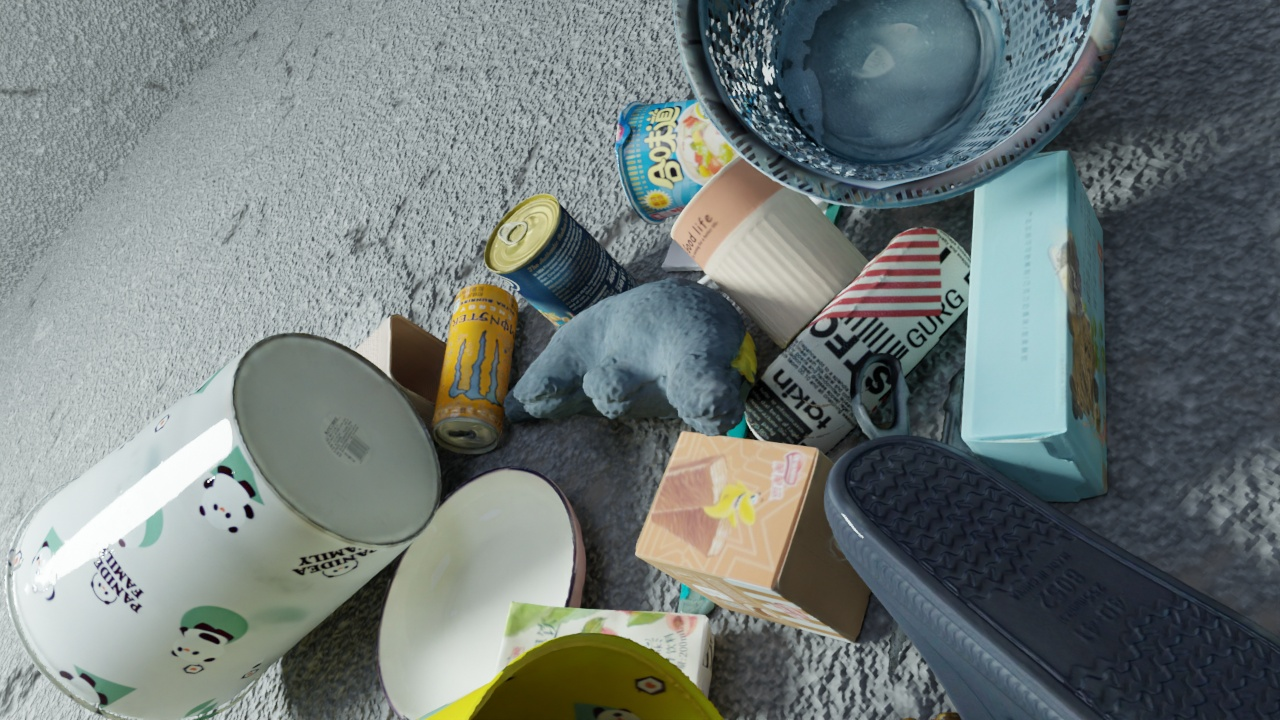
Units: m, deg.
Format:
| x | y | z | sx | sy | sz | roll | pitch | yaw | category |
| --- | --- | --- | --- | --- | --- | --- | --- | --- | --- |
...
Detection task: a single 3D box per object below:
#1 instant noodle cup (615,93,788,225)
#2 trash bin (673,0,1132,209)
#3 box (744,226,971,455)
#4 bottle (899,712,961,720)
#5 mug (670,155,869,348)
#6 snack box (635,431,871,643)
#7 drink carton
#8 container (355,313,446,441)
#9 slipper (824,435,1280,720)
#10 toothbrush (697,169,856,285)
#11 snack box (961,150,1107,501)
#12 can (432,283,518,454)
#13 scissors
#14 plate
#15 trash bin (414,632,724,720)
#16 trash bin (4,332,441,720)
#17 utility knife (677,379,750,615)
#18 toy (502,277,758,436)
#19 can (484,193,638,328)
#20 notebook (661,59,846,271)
| x | y | z | sx | sy | sz | roll | pitch | yaw | category |
| --- | --- | --- | --- | --- | --- | --- | --- | --- | --- |
| 0.052 | -0.160 | 0.704 | 0.110 | 0.099 | 0.099 | -3 | 58 | 29 | instant noodle cup |
| 0.150 | -0.202 | 0.552 | 0.227 | 0.194 | 0.226 | 2 | 97 | 15 | trash bin |
| 0.133 | -0.007 | 0.566 | 0.163 | 0.076 | 0.086 | -49 | 2 | 3 | box |
| 0.139 | 0.238 | 0.370 | 0.058 | 0.057 | 0.174 | -29 | 45 | 23 | bottle |
| 0.085 | -0.069 | 0.611 | 0.081 | 0.114 | 0.106 | -42 | 82 | -5 | mug |
| 0.070 | 0.097 | 0.510 | 0.095 | 0.092 | 0.077 | 3 | 63 | 43 | snack box |
| -0.020 | 0.176 | 0.540 | 0.123 | 0.045 | 0.053 | 0 | 56 | 14 | drink carton |
| -0.227 | 0.034 | 0.829 | 0.111 | 0.090 | 0.089 | -35 | 43 | 21 | container |
| 0.186 | 0.135 | 0.390 | 0.110 | 0.083 | 0.268 | -22 | 45 | -30 | slipper |
| 0.086 | -0.091 | 0.678 | 0.180 | 0.016 | 0.016 | -35 | 52 | 15 | toothbrush |
| 0.210 | -0.020 | 0.485 | 0.052 | 0.074 | 0.174 | -9 | 55 | 38 | snack box |
| -0.141 | 0.005 | 0.794 | 0.058 | 0.058 | 0.145 | -22 | 48 | 29 | can |
| 0.148 | 0.072 | 0.490 | 0.164 | 0.014 | 0.163 | -38 | 76 | -16 | scissors |
| -0.110 | 0.171 | 0.658 | 0.193 | 0.039 | 0.192 | -24 | 47 | 28 | plate |
| -0.093 | 0.278 | 0.435 | 0.256 | 0.229 | 0.229 | -29 | 45 | 30 | trash bin |
| -0.308 | 0.121 | 0.711 | 0.252 | 0.229 | 0.229 | -37 | 42 | 22 | trash bin |
| 0.050 | 0.086 | 0.597 | 0.029 | 0.013 | 0.174 | -7 | 56 | 37 | utility knife |
| -0.004 | 0.004 | 0.622 | 0.137 | 0.091 | 0.357 | -39 | 14 | -24 | toy |
| -0.060 | -0.070 | 0.738 | 0.075 | 0.111 | 0.075 | -24 | 45 | 26 | can |
| 0.110 | -0.161 | 0.727 | 0.151 | 0.012 | 0.208 | 6 | 66 | 42 | notebook |
